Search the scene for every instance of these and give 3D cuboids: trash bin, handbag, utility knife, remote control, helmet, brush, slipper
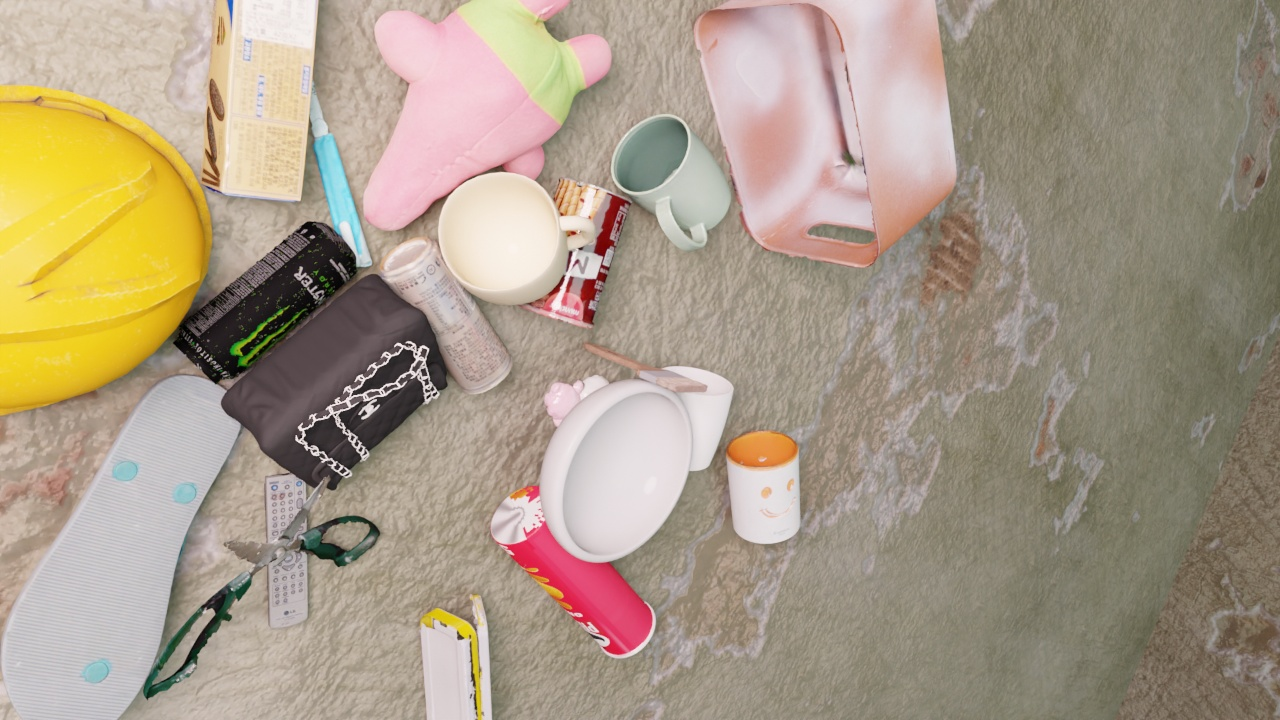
[{"bbox_3d":[0.190,-0.245,0.902,0.157,0.182,0.260,-36,124,-26],"label":"trash bin"},{"bbox_3d":[-0.213,0.033,0.710,0.153,0.115,0.125,-48,153,-19],"label":"handbag"},{"bbox_3d":[-0.235,-0.154,0.696,0.022,0.015,0.177,-10,113,-6],"label":"utility knife"},{"bbox_3d":[-0.293,0.158,0.760,0.033,0.013,0.137,-6,109,-37],"label":"remote control"},{"bbox_3d":[-0.373,-0.054,0.545,0.254,0.131,0.205,-29,121,-30],"label":"helmet"},{"bbox_3d":[-0.005,0.005,0.853,0.045,0.143,0.008,1,106,-48],"label":"brush"},{"bbox_3d":[-0.381,0.135,0.666,0.098,0.055,0.268,26,77,-39],"label":"slipper"}]

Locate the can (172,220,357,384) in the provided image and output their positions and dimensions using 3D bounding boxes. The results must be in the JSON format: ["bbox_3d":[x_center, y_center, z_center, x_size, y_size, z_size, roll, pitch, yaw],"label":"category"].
[{"bbox_3d":[-0.274,-0.045,0.677,0.137,0.054,0.054,-46,128,-18],"label":"can"}]

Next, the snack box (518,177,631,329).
[{"bbox_3d":[-0.059,-0.096,0.823,0.072,0.072,0.121,15,95,-41],"label":"snack box"}]

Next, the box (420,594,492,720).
[{"bbox_3d":[-0.169,0.332,0.890,0.070,0.067,0.210,-13,112,-34],"label":"box"}]

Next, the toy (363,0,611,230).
[{"bbox_3d":[-0.133,-0.194,0.722,0.237,0.097,0.192,-46,139,1],"label":"toy"}]

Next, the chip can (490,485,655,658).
[{"bbox_3d":[-0.064,0.218,0.930,0.069,0.069,0.220,-47,128,-17],"label":"chip can"}]

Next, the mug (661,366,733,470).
[{"bbox_3d":[0.055,0.057,0.974,0.114,0.081,0.088,-33,137,-64],"label":"mug"}]

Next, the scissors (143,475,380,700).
[{"bbox_3d":[-0.283,0.172,0.717,0.201,0.015,0.203,-52,163,1],"label":"scissors"}]

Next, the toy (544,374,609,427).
[{"bbox_3d":[-0.048,0.052,0.907,0.122,0.038,0.079,27,95,-44],"label":"toy"}]

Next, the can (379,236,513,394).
[{"bbox_3d":[-0.162,-0.037,0.771,0.054,0.054,0.136,-43,128,-19],"label":"can"}]

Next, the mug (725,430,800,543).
[{"bbox_3d":[0.143,0.146,1.065,0.082,0.082,0.105,-24,120,-31],"label":"mug"}]

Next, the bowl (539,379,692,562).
[{"bbox_3d":[-0.032,0.096,0.862,0.176,0.066,0.177,-21,120,-40],"label":"bowl"}]

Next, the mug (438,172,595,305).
[{"bbox_3d":[-0.095,-0.095,0.746,0.120,0.100,0.096,-10,83,1],"label":"mug"}]

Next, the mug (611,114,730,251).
[{"bbox_3d":[0.036,-0.156,0.859,0.104,0.084,0.111,33,47,-51],"label":"mug"}]

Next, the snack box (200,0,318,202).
[{"bbox_3d":[-0.259,-0.216,0.628,0.056,0.057,0.207,1,104,-38],"label":"snack box"}]
